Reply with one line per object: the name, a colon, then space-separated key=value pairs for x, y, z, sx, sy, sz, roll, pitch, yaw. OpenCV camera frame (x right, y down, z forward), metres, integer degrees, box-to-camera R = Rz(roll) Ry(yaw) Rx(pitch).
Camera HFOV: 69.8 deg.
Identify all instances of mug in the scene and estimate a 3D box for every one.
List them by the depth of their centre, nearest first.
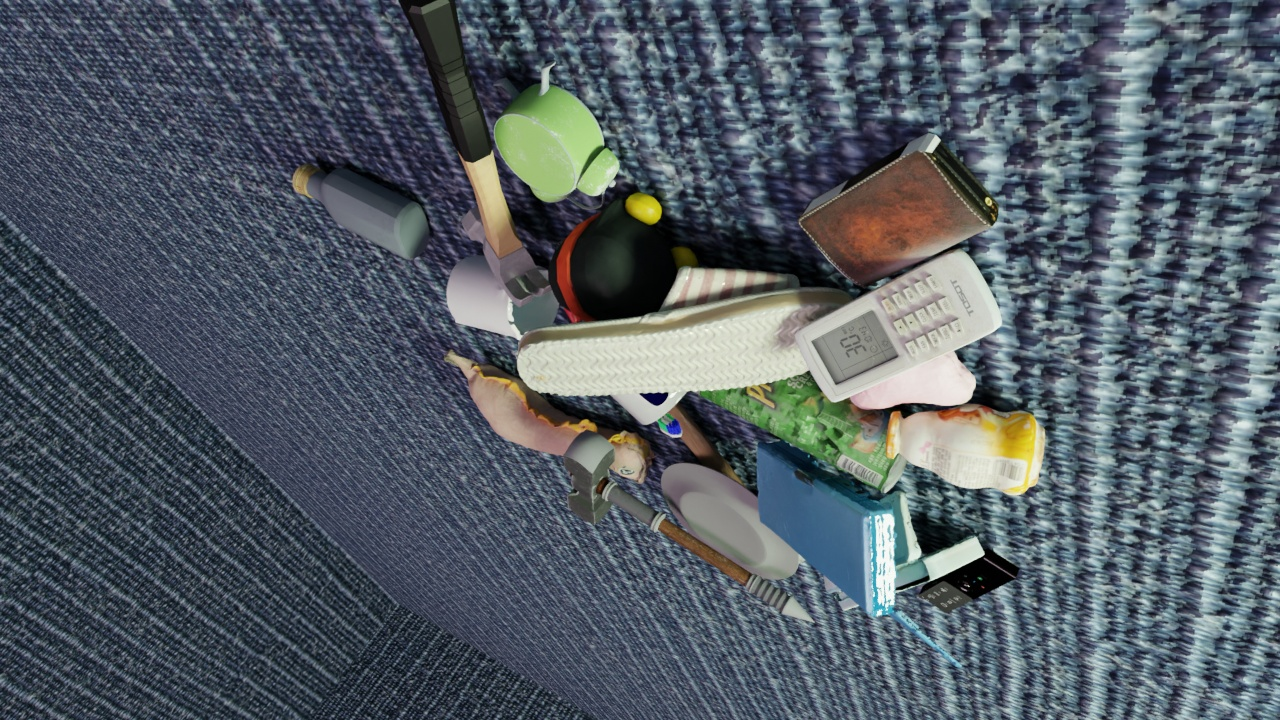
mug: x=-0.005 y=0.005 z=0.858 sx=0.097 sy=0.079 sz=0.111 roll=43 pitch=-171 yaw=-13

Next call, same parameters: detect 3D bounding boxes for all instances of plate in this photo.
plate: x=0.093 y=0.181 z=1.007 sx=0.178 sy=0.012 sz=0.179 roll=30 pitch=148 yaw=21

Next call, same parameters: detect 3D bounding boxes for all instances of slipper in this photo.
slipper: x=0.034 y=-0.023 z=0.711 sx=0.263 sy=0.052 sz=0.115 roll=-7 pitch=146 yaw=3

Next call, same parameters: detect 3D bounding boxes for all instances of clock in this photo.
clock: x=-0.068 y=-0.168 z=0.725 sx=0.094 sy=0.042 sz=0.119 roll=2 pitch=138 yaw=49

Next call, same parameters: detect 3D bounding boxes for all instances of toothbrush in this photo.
toothbrush: x=-0.012 y=0.038 z=0.955 sx=0.187 sy=0.015 sz=0.016 roll=33 pitch=151 yaw=50

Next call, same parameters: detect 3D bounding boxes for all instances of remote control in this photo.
remote control: x=0.173 y=-0.022 z=0.629 sx=0.139 sy=0.025 sz=0.060 roll=-29 pitch=88 yaw=37
remote control: x=0.322 y=0.221 z=0.910 sx=0.034 sy=0.013 sz=0.150 roll=32 pitch=152 yaw=8

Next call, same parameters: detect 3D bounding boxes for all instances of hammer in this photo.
hammer: x=-0.128 y=-0.158 z=0.722 sx=0.131 sy=0.039 sz=0.329 roll=55 pitch=167 yaw=26
hammer: x=0.071 y=0.100 z=0.984 sx=0.098 sy=0.052 sz=0.328 roll=-8 pitch=126 yaw=54
hammer: x=0.052 y=0.202 z=1.033 sx=0.322 sy=0.043 sz=0.156 roll=30 pitch=148 yaw=20

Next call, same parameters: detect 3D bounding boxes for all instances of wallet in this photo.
wallet: x=0.163 y=-0.093 z=0.597 sx=0.072 sy=0.019 sz=0.123 roll=42 pitch=152 yaw=-11

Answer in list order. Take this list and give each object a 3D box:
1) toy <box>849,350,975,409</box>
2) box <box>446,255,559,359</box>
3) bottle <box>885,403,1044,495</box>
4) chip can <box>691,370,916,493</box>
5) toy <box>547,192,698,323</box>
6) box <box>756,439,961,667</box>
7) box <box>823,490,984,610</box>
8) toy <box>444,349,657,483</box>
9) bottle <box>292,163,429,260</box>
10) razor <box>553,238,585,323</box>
toy: x=0.186 y=0.002 z=0.683 sx=0.103 sy=0.050 sz=0.093 roll=-12 pitch=125 yaw=44
box: x=-0.121 y=-0.040 z=0.920 sx=0.160 sy=0.118 sz=0.084 roll=11 pitch=-179 yaw=37
bottle: x=0.240 y=0.063 z=0.685 sx=0.109 sy=0.063 sz=0.063 roll=8 pitch=144 yaw=19
chip can: x=0.125 y=0.031 z=0.779 sx=0.223 sy=0.075 sz=0.076 roll=27 pitch=152 yaw=16
toy: x=-0.029 y=-0.074 z=0.762 sx=0.119 sy=0.099 sz=0.097 roll=0 pitch=137 yaw=48
box: x=0.174 y=0.171 z=0.821 sx=0.173 sy=0.066 sz=0.232 roll=63 pitch=171 yaw=-14
box: x=0.240 y=0.188 z=0.923 sx=0.096 sy=0.085 sz=0.199 roll=62 pitch=156 yaw=16
toy: x=-0.109 y=0.072 z=1.123 sx=0.265 sy=0.065 sz=0.196 roll=12 pitch=149 yaw=36
bottle: x=-0.306 y=-0.169 z=0.993 sx=0.161 sy=0.046 sz=0.072 roll=27 pitch=151 yaw=18
razor: x=-0.057 y=-0.068 z=0.871 sx=0.052 sy=0.047 sz=0.143 roll=52 pitch=163 yaw=25
